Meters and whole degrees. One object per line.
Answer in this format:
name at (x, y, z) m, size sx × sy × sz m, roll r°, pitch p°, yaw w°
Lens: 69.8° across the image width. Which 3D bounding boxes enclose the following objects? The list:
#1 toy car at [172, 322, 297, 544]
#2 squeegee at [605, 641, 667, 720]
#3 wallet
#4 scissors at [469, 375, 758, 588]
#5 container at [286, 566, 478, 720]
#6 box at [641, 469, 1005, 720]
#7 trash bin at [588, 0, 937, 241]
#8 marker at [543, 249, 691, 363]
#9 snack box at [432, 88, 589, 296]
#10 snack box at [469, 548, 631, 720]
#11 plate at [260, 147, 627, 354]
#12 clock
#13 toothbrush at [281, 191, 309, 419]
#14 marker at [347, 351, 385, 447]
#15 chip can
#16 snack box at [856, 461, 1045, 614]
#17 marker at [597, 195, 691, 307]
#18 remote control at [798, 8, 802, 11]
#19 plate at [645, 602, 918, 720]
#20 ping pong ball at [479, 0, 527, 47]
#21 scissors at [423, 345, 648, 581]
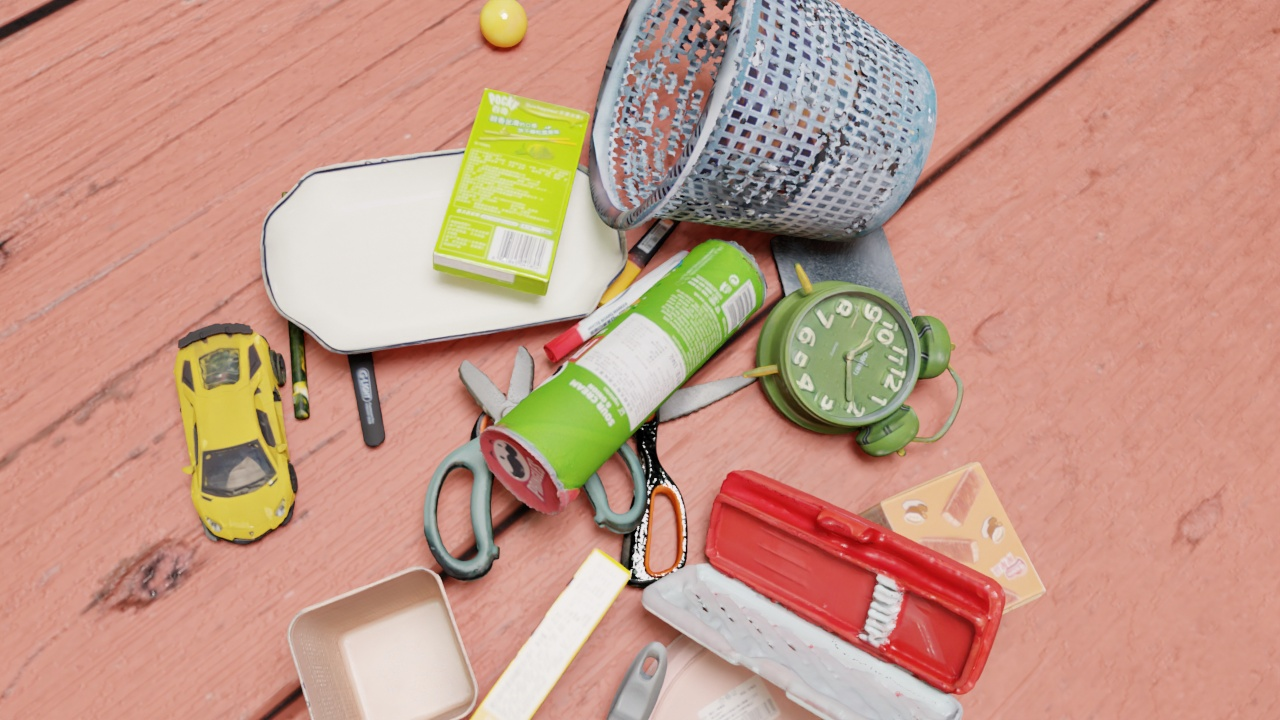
toy car at (-0.281, 0.049, 0.640) m, size 0.071 × 0.041 × 0.155 m, roll -12°, pitch 74°, yaw -10°
squeegee at (-0.040, 0.293, 0.574) m, size 0.248 × 0.040 × 0.249 m, roll 24°, pitch 79°, yaw 10°
wallet at (0.162, -0.053, 0.734) m, size 0.097 × 0.019 × 0.120 m, roll -8°, pitch 70°, yaw -8°
scissors at (-0.014, 0.054, 0.678) m, size 0.220 × 0.022 × 0.233 m, roll 1°, pitch 70°, yaw -11°
container at (-0.150, 0.188, 0.567) m, size 0.089 × 0.111 × 0.090 m, roll -20°, pitch 74°, yaw -12°
box at (0.107, 0.149, 0.570) m, size 0.202 × 0.100 × 0.102 m, roll 22°, pitch 105°, yaw 36°
trash bin at (0.095, -0.180, 0.672) m, size 0.195 × 0.227 × 0.226 m, roll 13°, pitch 68°, yaw -24°
marker at (-0.013, -0.044, 0.700) m, size 0.145 × 0.017 × 0.017 m, roll -37°, pitch 78°, yaw -23°
snack box at (-0.095, -0.129, 0.687) m, size 0.086 × 0.026 × 0.156 m, roll 12°, pitch 65°, yaw -5°
snack box at (-0.061, 0.189, 0.589) m, size 0.034 × 0.087 × 0.140 m, roll 34°, pitch 71°, yaw 5°
plate at (-0.144, -0.083, 0.693) m, size 0.265 × 0.034 × 0.162 m, roll -11°, pitch 68°, yaw -14°
clock at (0.163, 0.005, 0.679) m, size 0.161 × 0.056 × 0.116 m, roll 26°, pitch 87°, yaw -5°
toothbrush at (-0.257, -0.045, 0.690) m, size 0.017 × 0.012 × 0.185 m, roll -4°, pitch 71°, yaw -19°
marker at (-0.205, 0.005, 0.676) m, size 0.018 × 0.015 × 0.124 m, roll -12°, pitch 72°, yaw -11°
chip can at (-0.004, 0.004, 0.637) m, size 0.072 × 0.072 × 0.235 m, roll 41°, pitch 58°, yaw 9°
snack box at (0.202, 0.135, 0.631) m, size 0.077 × 0.093 × 0.094 m, roll -20°, pitch 74°, yaw -12°
marker at (0.003, -0.088, 0.731) m, size 0.018 × 0.015 × 0.123 m, roll 35°, pitch 68°, yaw 8°
remote control at (0.163, -0.367, 0.821) m, size 0.021 × 0.058 × 0.149 m, roll 21°, pitch 70°, yaw 2°
plate at (0.097, 0.276, 0.607) m, size 0.229 × 0.028 × 0.229 m, roll 2°, pitch 70°, yaw -5°
ping pong ball at (-0.115, -0.285, 0.773) m, size 0.040 × 0.040 × 0.040 m, roll 2°, pitch 71°, yaw -5°
scissors at (-0.088, 0.081, 0.632) m, size 0.170 × 0.019 × 0.180 m, roll 44°, pitch 70°, yaw 5°
